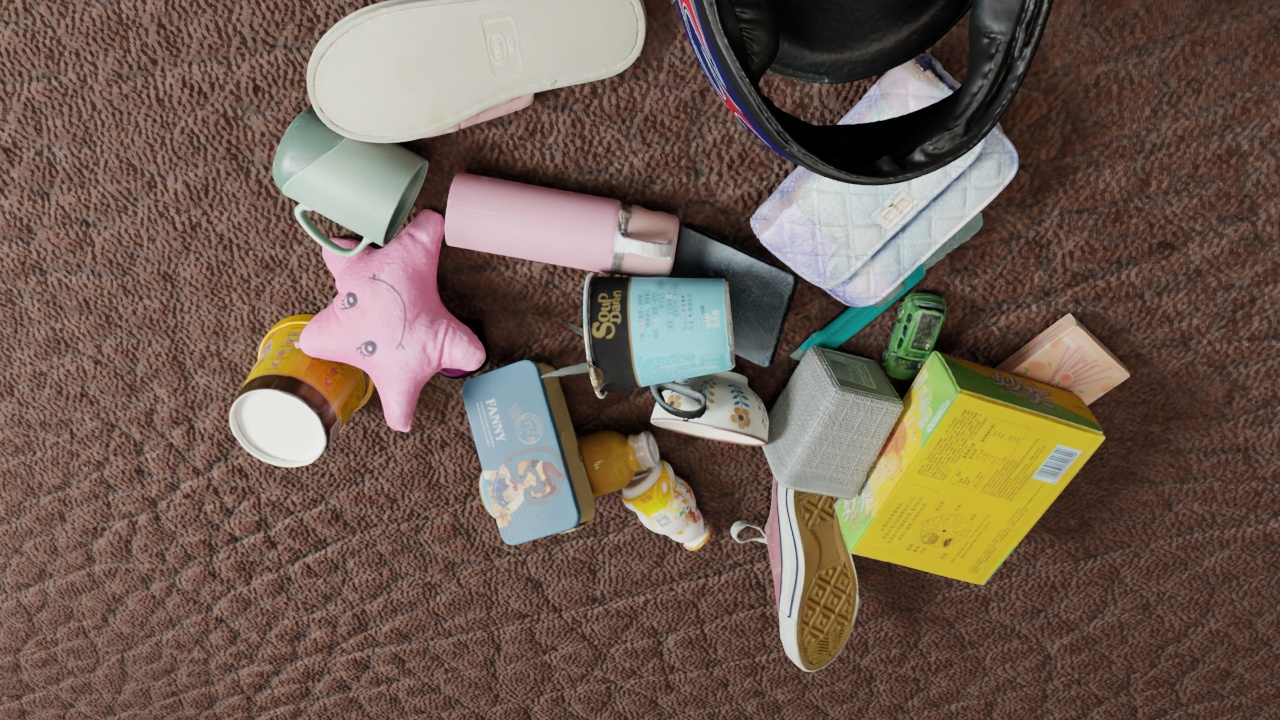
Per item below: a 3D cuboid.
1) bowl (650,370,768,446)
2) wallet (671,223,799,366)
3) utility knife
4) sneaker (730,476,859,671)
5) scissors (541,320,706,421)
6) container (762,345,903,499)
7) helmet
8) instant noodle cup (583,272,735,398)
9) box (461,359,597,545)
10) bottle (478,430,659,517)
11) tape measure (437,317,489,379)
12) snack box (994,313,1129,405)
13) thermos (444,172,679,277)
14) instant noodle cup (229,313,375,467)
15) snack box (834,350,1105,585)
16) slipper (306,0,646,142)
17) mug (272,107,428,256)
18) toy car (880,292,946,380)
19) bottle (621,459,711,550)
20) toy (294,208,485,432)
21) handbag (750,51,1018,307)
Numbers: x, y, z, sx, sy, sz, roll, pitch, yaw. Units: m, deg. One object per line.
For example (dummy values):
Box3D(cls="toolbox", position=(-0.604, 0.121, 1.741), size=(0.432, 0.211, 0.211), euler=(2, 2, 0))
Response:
Box3D(cls="bowl", position=(0.070, 0.042, 0.885), size=(0.113, 0.113, 0.062), euler=(11, 80, -2))
Box3D(cls="wallet", position=(0.078, -0.058, 0.824), size=(0.121, 0.019, 0.097), euler=(29, 128, 24))
Box3D(cls="utility knife", position=(0.224, -0.062, 0.843), size=(0.029, 0.013, 0.217), euler=(35, 120, -23))
Box3D(cls="sneaker", position=(0.169, 0.211, 0.983), size=(0.118, 0.088, 0.241), euler=(-13, 105, -24))
Box3D(cls="scissors", position=(-0.002, 0.002, 0.855), size=(0.181, 0.159, 0.014), euler=(-21, 141, -10))
Box3D(cls="container", position=(0.182, 0.057, 0.875), size=(0.090, 0.090, 0.114), euler=(12, 121, -19))
Box3D(cls="helmet", position=(0.128, -0.282, 0.567), size=(0.247, 0.240, 0.316), euler=(-7, 111, 9))
Box3D(cls="instant noodle cup", position=(0.020, -0.025, 0.789), size=(0.120, 0.111, 0.111), euler=(-4, 123, 7))
Box3D(cls="box", position=(-0.109, 0.083, 0.898), size=(0.090, 0.060, 0.184), euler=(-21, 84, 15))
Box3D(cls="bottle", position=(-0.073, 0.115, 0.954), size=(0.190, 0.067, 0.068), euler=(-17, 120, 15))
Box3D(cls="tape measure", position=(-0.178, -0.013, 0.897), size=(0.058, 0.039, 0.057), euler=(-9, 113, 4))
Box3D(cls="snack box", position=(0.375, 0.032, 0.883), size=(0.084, 0.026, 0.158), euler=(37, 119, -18))
Box3D(cls="thermos", position=(-0.067, -0.113, 0.793), size=(0.198, 0.087, 0.067), euler=(11, 104, -1))
Box3D(cls="instant noodle cup", position=(-0.331, 0.033, 0.896), size=(0.118, 0.114, 0.119), euler=(2, 124, 3))
Box3D(cls="snack box", position=(0.303, 0.107, 0.872), size=(0.157, 0.070, 0.211), euler=(16, 123, -12))
Box3D(cls="slipper", position=(-0.130, -0.246, 0.729), size=(0.274, 0.054, 0.114), euler=(-15, 124, 2))
Box3D(cls="mug", position=(-0.254, -0.147, 0.785), size=(0.106, 0.082, 0.112), euler=(27, 111, -9))
Box3D(cls="toy car", position=(0.256, -0.019, 0.856), size=(0.043, 0.036, 0.091), euler=(7, 127, -1))
Box3D(cls="bottle", position=(0.030, 0.156, 0.973), size=(0.063, 0.063, 0.108), euler=(-31, 115, 22))
Box3D(cls="toy", position=(-0.236, -0.029, 0.845), size=(0.179, 0.074, 0.194), euler=(-17, 87, 13))
Box3D(cls="handbag", position=(0.201, -0.143, 0.755), size=(0.134, 0.075, 0.194), euler=(34, 119, -16))
